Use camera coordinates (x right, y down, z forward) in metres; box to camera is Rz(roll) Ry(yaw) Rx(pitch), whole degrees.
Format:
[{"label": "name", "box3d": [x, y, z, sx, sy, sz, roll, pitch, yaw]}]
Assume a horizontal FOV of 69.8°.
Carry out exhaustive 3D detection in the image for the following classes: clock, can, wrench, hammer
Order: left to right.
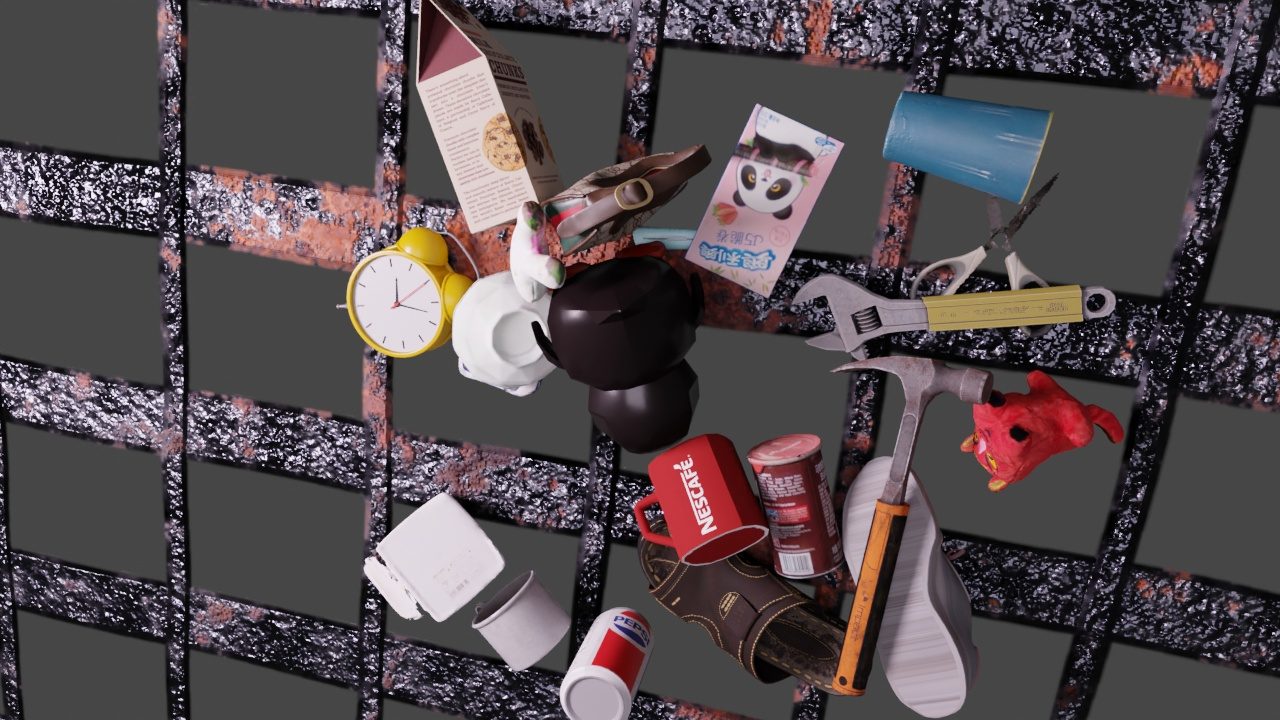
[{"label": "clock", "box3d": [-0.229, -0.067, 0.925, 0.152, 0.052, 0.113, -32, 94, 21]}, {"label": "can", "box3d": [-0.031, 0.308, 0.926, 0.070, 0.132, 0.070, 3, 103, 12]}, {"label": "hammer", "box3d": [0.211, 0.148, 0.833, 0.138, 0.035, 0.314, 16, 97, 35]}, {"label": "wrench", "box3d": [0.275, -0.047, 0.820, 0.274, 0.018, 0.084, -5, 107, 14]}]

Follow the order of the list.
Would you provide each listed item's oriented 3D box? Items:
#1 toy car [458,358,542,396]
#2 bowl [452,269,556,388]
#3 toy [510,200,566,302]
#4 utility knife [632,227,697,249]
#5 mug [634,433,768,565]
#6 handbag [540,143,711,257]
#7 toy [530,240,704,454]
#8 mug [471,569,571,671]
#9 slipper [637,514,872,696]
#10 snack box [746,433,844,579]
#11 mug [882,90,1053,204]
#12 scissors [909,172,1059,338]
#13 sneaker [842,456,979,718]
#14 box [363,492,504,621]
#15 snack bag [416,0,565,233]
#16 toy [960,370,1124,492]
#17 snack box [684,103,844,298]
[{"label": "toy car", "box3d": [-0.144, 0.009, 0.936, 0.090, 0.027, 0.039, 19, 104, 7]}, {"label": "bowl", "box3d": [-0.120, -0.026, 0.881, 0.117, 0.061, 0.117, -3, 100, -15]}, {"label": "toy", "box3d": [-0.095, -0.089, 0.803, 0.038, 0.123, 0.079, -12, 83, -16]}, {"label": "utility knife", "box3d": [0.062, -0.115, 0.869, 0.141, 0.015, 0.022, 2, 102, 9]}, {"label": "mug", "box3d": [0.051, 0.140, 0.876, 0.117, 0.080, 0.096, -31, 61, 19]}, {"label": "handbag", "box3d": [-0.008, -0.146, 0.794, 0.139, 0.166, 0.063, -23, 98, 38]}, {"label": "toy", "box3d": [-0.005, 0.005, 0.837, 0.159, 0.140, 0.184, -17, 114, -1]}, {"label": "mug", "box3d": [-0.132, 0.278, 0.976, 0.070, 0.084, 0.113, 51, 141, -5]}, {"label": "slipper", "box3d": [0.109, 0.251, 0.911, 0.268, 0.075, 0.113, 33, 107, 3]}, {"label": "snack box", "box3d": [0.150, 0.139, 0.879, 0.072, 0.072, 0.121, -11, 101, 15]}, {"label": "mug", "box3d": [0.272, -0.185, 0.773, 0.121, 0.078, 0.078, 19, 106, 16]}, {"label": "scissors", "box3d": [0.319, -0.089, 0.818, 0.171, 0.012, 0.157, -39, 93, 18]}, {"label": "sneaker", "box3d": [0.263, 0.208, 0.874, 0.099, 0.089, 0.236, -16, 78, 29]}, {"label": "box", "box3d": [-0.235, 0.227, 0.992, 0.151, 0.132, 0.107, -41, 91, -14]}, {"label": "snack bag", "box3d": [-0.144, -0.230, 0.844, 0.070, 0.094, 0.206, -17, 99, 15]}, {"label": "toy", "box3d": [0.361, 0.066, 0.830, 0.133, 0.088, 0.094, -4, 135, -5]}, {"label": "snack box", "box3d": [0.111, -0.144, 0.833, 0.088, 0.033, 0.154, 26, 102, 3]}]
